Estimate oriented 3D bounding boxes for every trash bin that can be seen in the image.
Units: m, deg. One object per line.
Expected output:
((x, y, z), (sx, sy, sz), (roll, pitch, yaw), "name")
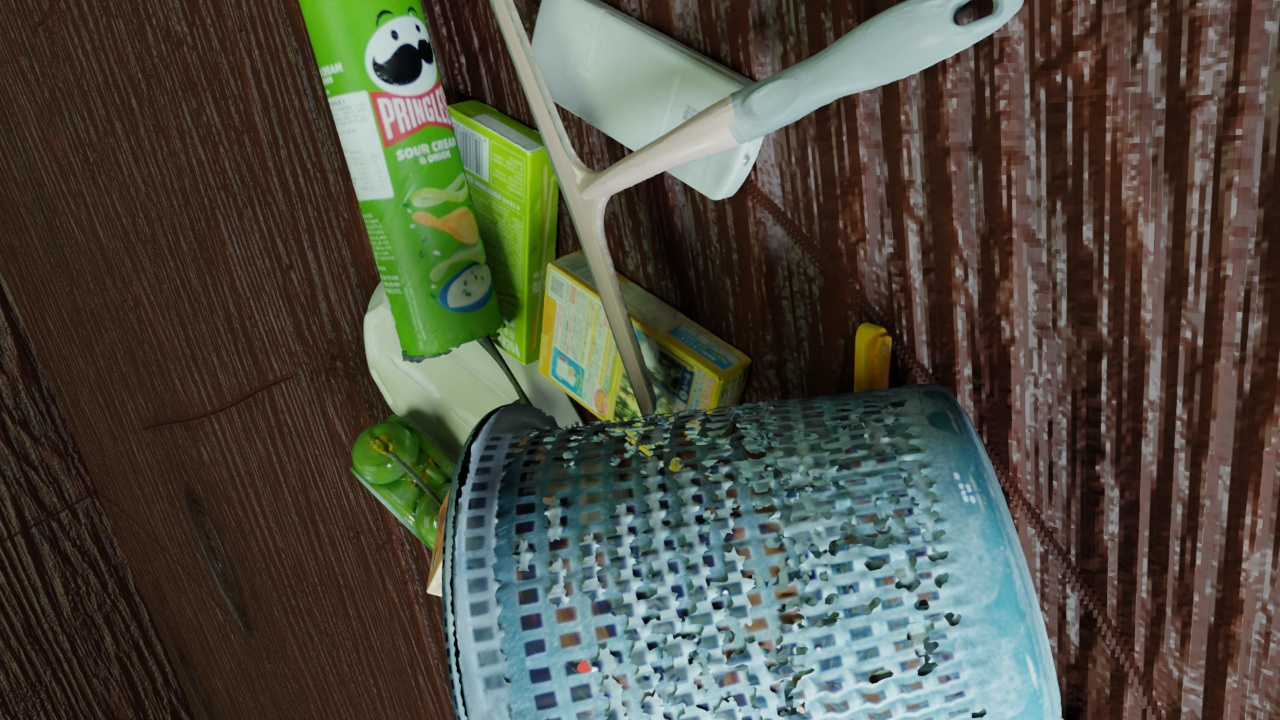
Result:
((0.055, 0.105, 0.390), (0.195, 0.226, 0.226), (-15, 103, 12), "trash bin")

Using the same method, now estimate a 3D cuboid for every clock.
((-0.176, 0.099, 0.729), (0.116, 0.056, 0.161), (44, 161, 0), "clock")

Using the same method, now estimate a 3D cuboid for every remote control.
((0.000, -0.139, 0.469), (0.150, 0.021, 0.058), (38, 128, 27), "remote control")

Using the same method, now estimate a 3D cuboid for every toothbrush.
((-0.123, -0.031, 0.632), (0.186, 0.017, 0.012), (56, 178, 9), "toothbrush")

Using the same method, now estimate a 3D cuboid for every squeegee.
((0.039, -0.104, 0.404), (0.250, 0.040, 0.247), (-16, 96, 40), "squeegee")

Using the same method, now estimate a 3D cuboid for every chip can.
((-0.144, -0.120, 0.559), (0.072, 0.072, 0.236), (7, 115, 46), "chip can")

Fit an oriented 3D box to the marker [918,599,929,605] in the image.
((0.168, 0.153, 0.461), (0.124, 0.015, 0.018), (47, 141, 17), "marker")

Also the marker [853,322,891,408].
((0.114, 0.039, 0.453), (0.015, 0.018, 0.124), (24, 129, 44), "marker")

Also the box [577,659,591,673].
((-0.036, 0.202, 0.701), (0.102, 0.100, 0.202), (21, 138, -11), "box")

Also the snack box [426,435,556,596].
((-0.082, 0.111, 0.618), (0.092, 0.077, 0.095), (20, 122, -16), "snack box")

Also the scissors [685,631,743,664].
((0.089, 0.224, 0.574), (0.181, 0.019, 0.170), (17, 129, 28), "scissors")

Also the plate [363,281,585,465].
((-0.141, 0.029, 0.716), (0.266, 0.034, 0.162), (35, 134, 30), "plate")

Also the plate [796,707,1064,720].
((0.150, 0.237, 0.495), (0.230, 0.028, 0.230), (24, 134, 27), "plate")

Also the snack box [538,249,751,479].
((-0.003, 0.003, 0.551), (0.140, 0.033, 0.087), (36, 135, 31), "snack box")

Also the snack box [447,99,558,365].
((-0.092, -0.082, 0.603), (0.086, 0.026, 0.157), (33, 133, 33), "snack box")
